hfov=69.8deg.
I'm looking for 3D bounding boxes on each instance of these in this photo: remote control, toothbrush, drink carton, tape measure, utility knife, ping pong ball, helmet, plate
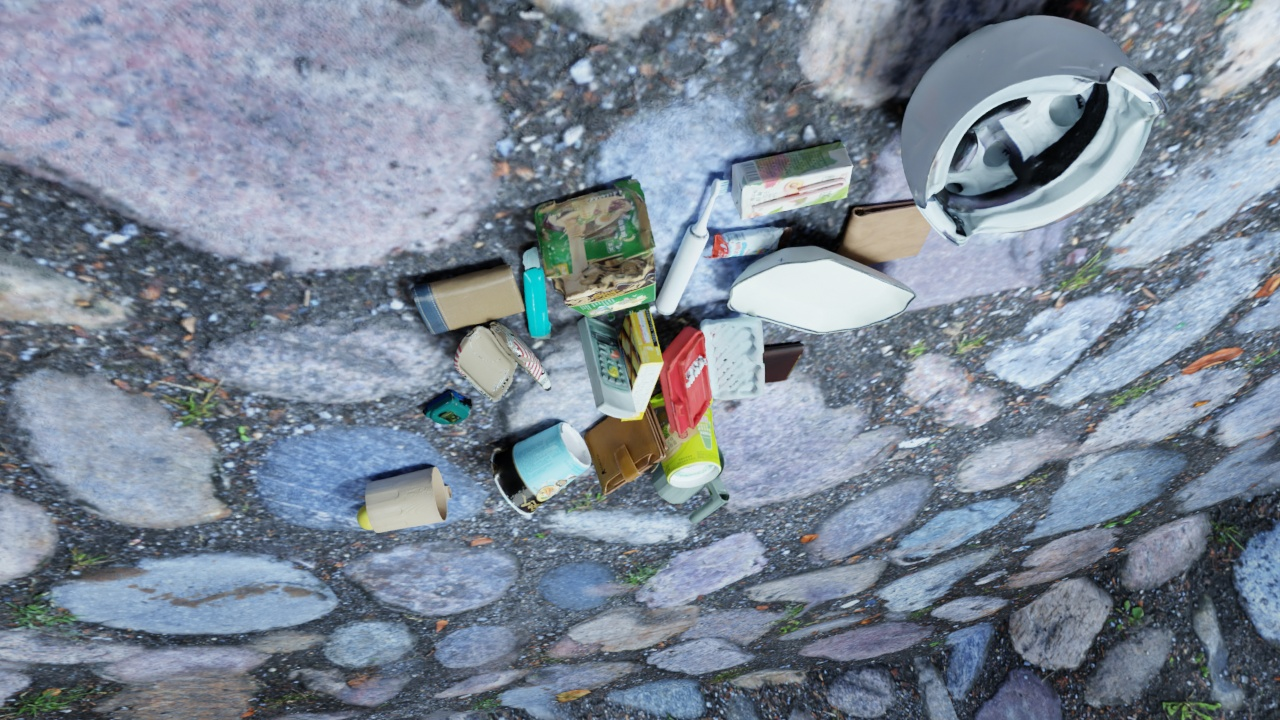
[{"bbox_3d":[-0.042,0.008,1.128,0.056,0.135,0.019,21,133,-42],"label":"remote control"},{"bbox_3d":[0.058,-0.128,1.053,0.026,0.026,0.222,-12,150,-24],"label":"toothbrush"},{"bbox_3d":[0.161,-0.189,0.974,0.122,0.045,0.054,-12,148,-4],"label":"drink carton"},{"bbox_3d":[-0.259,0.067,1.244,0.058,0.025,0.054,-28,145,23],"label":"tape measure"},{"bbox_3d":[-0.122,-0.075,1.079,0.029,0.013,0.185,-12,150,-10],"label":"utility knife"},{"bbox_3d":[-0.429,0.248,1.454,0.040,0.040,0.040,-10,149,-6],"label":"ping pong ball"},{"bbox_3d":[0.358,-0.233,0.887,0.258,0.145,0.230,6,146,-42],"label":"helmet"},{"bbox_3d":[0.225,-0.088,1.144,0.265,0.034,0.162,12,155,-40],"label":"plate"}]

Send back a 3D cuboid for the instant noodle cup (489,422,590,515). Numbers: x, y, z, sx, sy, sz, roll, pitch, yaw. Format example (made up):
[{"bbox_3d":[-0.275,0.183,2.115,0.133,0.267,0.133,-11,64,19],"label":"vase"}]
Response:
[{"bbox_3d":[-0.142,0.153,1.359,0.121,0.111,0.111,-32,145,14],"label":"instant noodle cup"}]

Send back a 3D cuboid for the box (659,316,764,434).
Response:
[{"bbox_3d":[0.094,0.016,1.232,0.157,0.069,0.201,-27,150,-8],"label":"box"}]

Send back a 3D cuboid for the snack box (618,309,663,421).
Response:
[{"bbox_3d":[-0.007,0.007,1.185,0.033,0.086,0.141,-5,148,-14],"label":"snack box"}]

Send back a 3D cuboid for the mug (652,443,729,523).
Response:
[{"bbox_3d":[0.085,0.195,1.492,0.083,0.124,0.104,-13,157,-37],"label":"mug"}]

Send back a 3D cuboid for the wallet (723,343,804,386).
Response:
[{"bbox_3d":[0.167,0.010,1.324,0.122,0.020,0.097,-6,152,-13],"label":"wallet"}]

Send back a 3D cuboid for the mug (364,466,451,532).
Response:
[{"bbox_3d":[-0.353,0.213,1.405,0.103,0.084,0.125,-11,175,-1],"label":"mug"}]

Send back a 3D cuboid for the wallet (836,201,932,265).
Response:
[{"bbox_3d":[0.298,-0.153,1.112,0.115,0.020,0.101,-9,149,-11],"label":"wallet"}]

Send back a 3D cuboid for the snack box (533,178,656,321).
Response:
[{"bbox_3d":[-0.038,-0.109,0.981,0.118,0.117,0.105,-14,161,5],"label":"snack box"}]

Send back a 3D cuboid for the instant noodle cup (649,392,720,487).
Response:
[{"bbox_3d":[0.067,0.118,1.356,0.111,0.123,0.112,-10,148,-6],"label":"instant noodle cup"}]

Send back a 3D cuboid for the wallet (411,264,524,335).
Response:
[{"bbox_3d":[-0.195,-0.070,1.044,0.115,0.033,0.090,-13,152,-2],"label":"wallet"}]

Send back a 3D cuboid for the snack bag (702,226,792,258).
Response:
[{"bbox_3d":[0.125,-0.137,1.064,0.105,0.026,0.045,-8,145,-12],"label":"snack bag"}]

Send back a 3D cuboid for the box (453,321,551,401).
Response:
[{"bbox_3d":[-0.170,0.011,1.126,0.086,0.075,0.162,-40,160,-4],"label":"box"}]

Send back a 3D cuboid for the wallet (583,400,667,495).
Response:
[{"bbox_3d":[-0.020,0.130,1.348,0.035,0.119,0.131,12,141,-45],"label":"wallet"}]
